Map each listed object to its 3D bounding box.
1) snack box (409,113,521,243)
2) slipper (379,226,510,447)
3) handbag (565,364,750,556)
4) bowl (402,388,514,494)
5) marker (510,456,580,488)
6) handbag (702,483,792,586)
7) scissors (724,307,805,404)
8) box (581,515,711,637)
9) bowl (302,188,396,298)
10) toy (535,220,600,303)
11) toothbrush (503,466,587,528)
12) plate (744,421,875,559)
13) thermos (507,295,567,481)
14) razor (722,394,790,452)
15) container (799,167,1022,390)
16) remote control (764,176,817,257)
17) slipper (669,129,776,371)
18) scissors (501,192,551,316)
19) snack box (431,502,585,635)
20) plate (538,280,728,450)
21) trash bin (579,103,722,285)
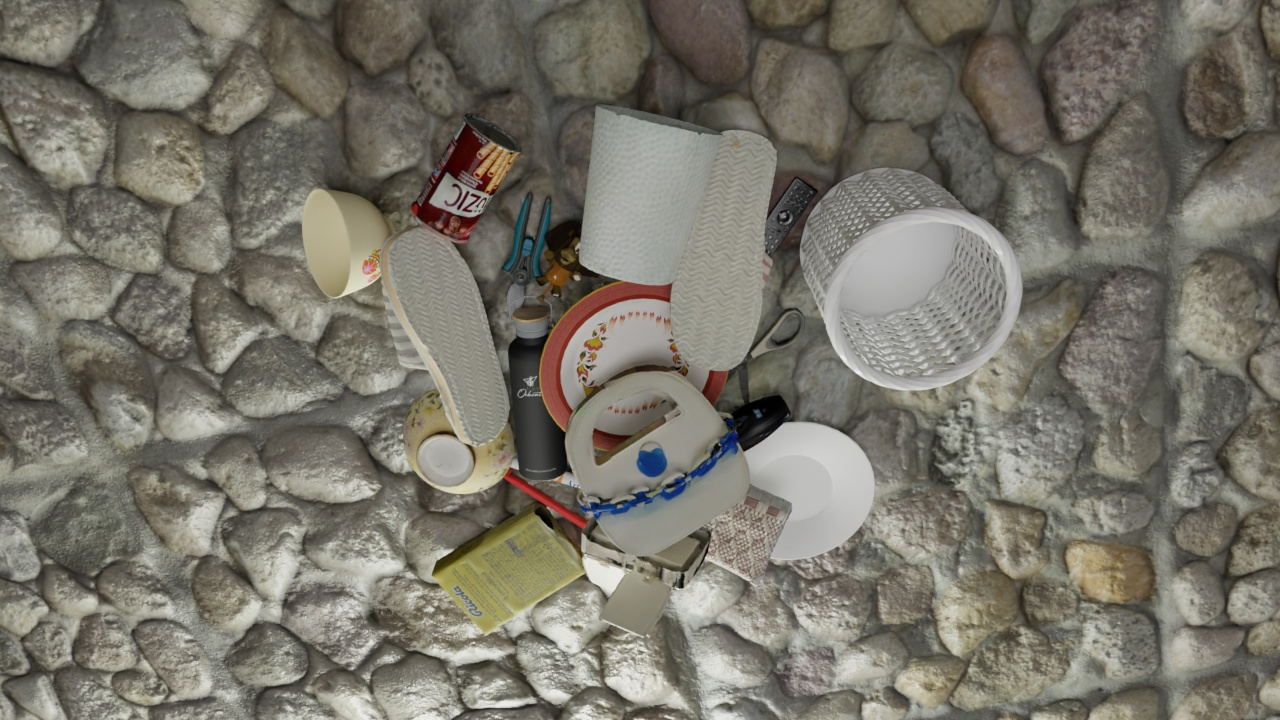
[{"bbox_3d":[-0.188,-0.195,0.989,0.072,0.072,0.121,32,111,-14],"label":"snack box"},{"bbox_3d":[-0.222,-0.024,1.049,0.054,0.114,0.273,8,128,43],"label":"slipper"},{"bbox_3d":[0.013,0.108,1.049,0.200,0.093,0.199,-34,90,-4],"label":"handbag"},{"bbox_3d":[-0.231,0.111,1.129,0.145,0.063,0.145,1,110,4],"label":"bowl"},{"bbox_3d":[-0.096,0.151,1.180,0.145,0.017,0.017,18,114,-8],"label":"marker"},{"bbox_3d":[0.089,0.196,1.167,0.186,0.046,0.124,23,116,11],"label":"handbag"},{"bbox_3d":[0.125,-0.015,1.104,0.171,0.012,0.157,-32,111,16],"label":"scissors"},{"bbox_3d":[-0.014,0.268,1.108,0.143,0.183,0.099,17,120,21],"label":"box"},{"bbox_3d":[-0.313,-0.133,1.013,0.073,0.118,0.118,-15,123,-40],"label":"bowl"},{"bbox_3d":[-0.085,-0.107,1.032,0.076,0.062,0.100,38,92,3],"label":"toy"},{"bbox_3d":[-0.110,0.185,1.199,0.212,0.012,0.018,35,110,-15],"label":"toothbrush"},{"bbox_3d":[0.197,0.168,1.187,0.208,0.015,0.209,0,115,0],"label":"plate"},{"bbox_3d":[-0.125,0.031,1.100,0.061,0.061,0.232,-1,115,1],"label":"thermos"},{"bbox_3d":[0.115,0.085,1.120,0.141,0.053,0.063,-32,151,9],"label":"razor"},{"bbox_3d":[0.274,-0.092,0.970,0.189,0.186,0.189,0,115,0],"label":"container"},{"bbox_3d":[0.148,-0.143,1.045,0.030,0.009,0.140,29,112,-13],"label":"remote control"},{"bbox_3d":[0.096,-0.121,1.022,0.115,0.052,0.263,7,99,-6],"label":"slipper"},{"bbox_3d":[-0.126,-0.119,1.054,0.139,0.019,0.136,-23,112,10],"label":"scissors"},{"bbox_3d":[-0.171,0.274,1.225,0.181,0.045,0.121,-33,109,12],"label":"snack box"},{"bbox_3d":[-0.006,0.006,1.086,0.229,0.021,0.230,-6,118,-11],"label":"plate"},{"bbox_3d":[0.002,-0.171,0.957,0.133,0.133,0.161,12,109,-5],"label":"trash bin"}]
